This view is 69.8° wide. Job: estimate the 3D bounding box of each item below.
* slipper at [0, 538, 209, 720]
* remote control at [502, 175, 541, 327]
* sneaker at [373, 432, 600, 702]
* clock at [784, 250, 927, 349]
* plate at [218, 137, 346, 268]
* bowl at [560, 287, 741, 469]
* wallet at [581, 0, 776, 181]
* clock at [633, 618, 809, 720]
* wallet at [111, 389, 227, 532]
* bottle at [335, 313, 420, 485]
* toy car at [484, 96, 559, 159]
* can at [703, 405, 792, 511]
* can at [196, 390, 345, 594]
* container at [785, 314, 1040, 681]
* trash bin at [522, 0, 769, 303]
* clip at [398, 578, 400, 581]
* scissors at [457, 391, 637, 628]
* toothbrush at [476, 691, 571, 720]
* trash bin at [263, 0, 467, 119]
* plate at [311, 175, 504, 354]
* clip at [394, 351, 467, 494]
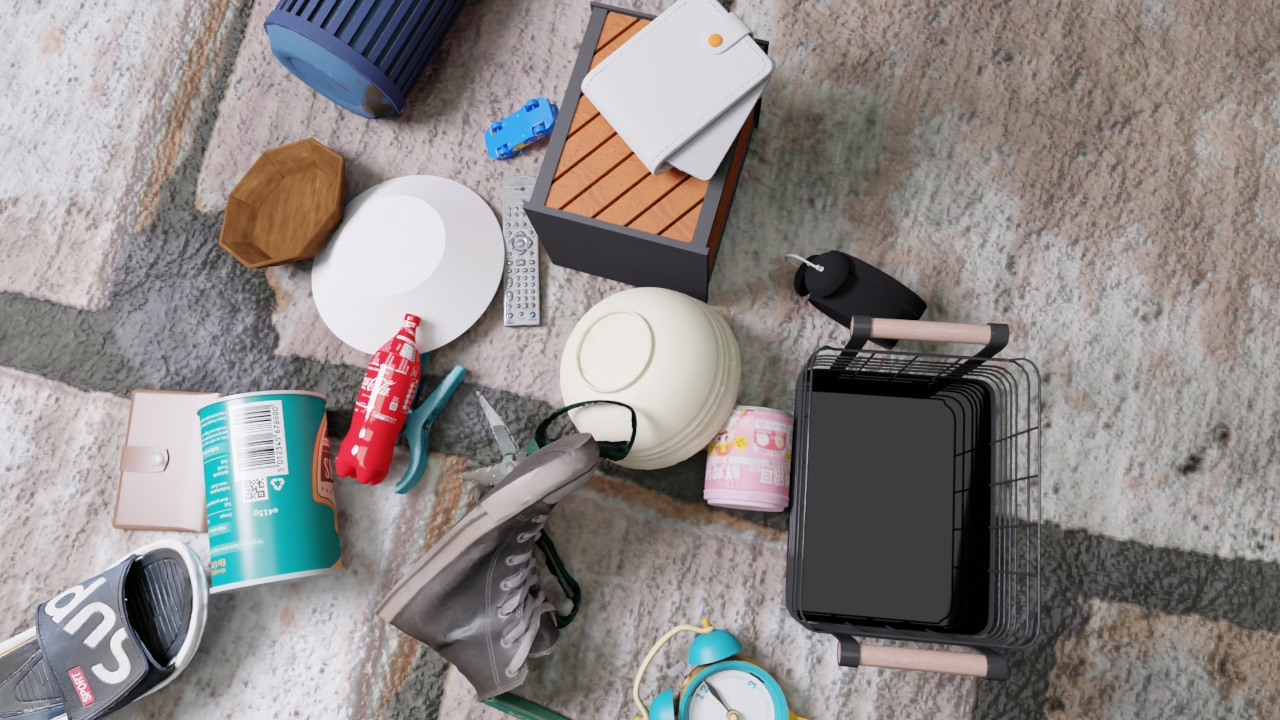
[{"bbox_3d":[-0.449,0.235,0.718,0.264,0.063,0.111,-30,77,14],"label":"slipper"},{"bbox_3d":[-0.104,-0.097,0.804,0.033,0.013,0.136,-2,79,3],"label":"remote control"},{"bbox_3d":[-0.088,0.154,0.682,0.120,0.095,0.235,44,108,-1],"label":"sneaker"},{"bbox_3d":[0.168,-0.054,0.737,0.120,0.091,0.042,32,93,-4],"label":"clock"},{"bbox_3d":[-0.308,-0.133,0.804,0.131,0.025,0.131,-9,64,19],"label":"plate"},{"bbox_3d":[-0.004,0.004,0.718,0.151,0.075,0.150,-10,67,25],"label":"bowl"},{"bbox_3d":[0.038,-0.190,0.656,0.118,0.037,0.115,-39,79,0],"label":"wallet"},{"bbox_3d":[0.059,0.265,0.709,0.129,0.044,0.099,36,83,3],"label":"clock"},{"bbox_3d":[-0.406,0.086,0.791,0.087,0.013,0.121,2,79,5],"label":"wallet"},{"bbox_3d":[-0.207,0.030,0.746,0.042,0.042,0.141,16,83,7],"label":"bottle"},{"bbox_3d":[-0.087,-0.208,0.826,0.092,0.061,0.033,-22,78,30],"label":"toy car"},{"bbox_3d":[0.086,0.079,0.728,0.067,0.067,0.076,5,79,5],"label":"can"},{"bbox_3d":[-0.296,0.105,0.735,0.099,0.099,0.144,-10,78,2],"label":"can"},{"bbox_3d":[0.198,0.100,0.684,0.163,0.130,0.241,4,79,5],"label":"container"},{"bbox_3d":[0.009,-0.161,0.743,0.140,0.140,0.171,15,80,7],"label":"trash bin"},{"bbox_3d":[-0.182,0.203,0.753,0.050,0.013,0.029,24,82,5],"label":"clip"},{"bbox_3d":[-0.063,0.101,0.714,0.206,0.015,0.201,-30,85,37],"label":"scissors"},{"bbox_3d":[-0.041,0.297,0.721,0.190,0.017,0.016,20,81,8],"label":"toothbrush"},{"bbox_3d":[-0.210,-0.344,0.799,0.139,0.139,0.249,29,84,9],"label":"trash bin"},{"bbox_3d":[-0.207,-0.091,0.787,0.174,0.036,0.173,-2,71,7],"label":"plate"},{"bbox_3d":[-0.214,0.045,0.781,0.120,0.030,0.130,8,80,11],"label":"clip"}]
